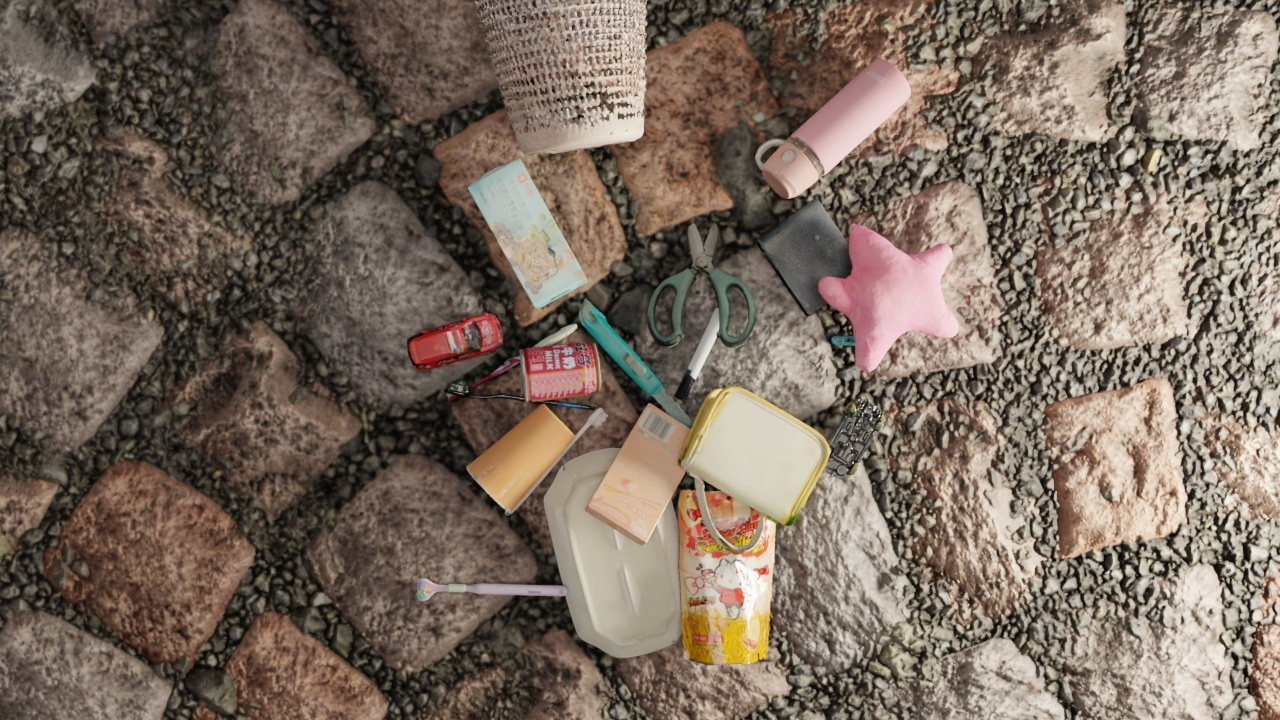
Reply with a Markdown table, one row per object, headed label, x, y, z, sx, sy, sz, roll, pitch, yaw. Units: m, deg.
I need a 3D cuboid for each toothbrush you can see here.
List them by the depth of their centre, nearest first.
| label | x | y | z | sx | sy | sz | roll | pitch | yaw |
| --- | --- | --- | --- | --- | --- | --- | --- | --- | --- |
| toothbrush | -0.185 | 0.286 | 1.146 | 0.189 | 0.021 | 0.029 | 0 | 97 | 2 |
| toothbrush | -0.150 | 0.046 | 1.146 | 0.189 | 0.014 | 0.016 | 7 | 83 | -7 |
| toothbrush | -0.106 | 0.130 | 1.153 | 0.180 | 0.016 | 0.016 | -47 | 62 | -1 |
| toothbrush | -0.162 | 0.000 | 1.154 | 0.187 | 0.016 | 0.017 | -30 | 81 | -1 |

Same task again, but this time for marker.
| label | x | y | z | sx | sy | sz | roll | pitch | yaw |
| --- | --- | --- | --- | --- | --- | --- | --- | --- | --- |
| marker | 0.077 | -0.009 | 1.156 | 0.018 | 0.022 | 0.130 | 26 | 90 | -2 |

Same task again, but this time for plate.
| label | x | y | z | sx | sy | sz | roll | pitch | yaw |
| --- | --- | --- | --- | --- | --- | --- | --- | --- | --- |
| plate | -0.025 | 0.243 | 1.146 | 0.162 | 0.034 | 0.265 | -13 | 90 | -1 |

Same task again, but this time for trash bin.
| label | x | y | z | sx | sy | sz | roll | pitch | yaw |
| --- | --- | --- | --- | --- | --- | --- | --- | --- | --- |
| trash bin | -0.081 | -0.346 | 1.071 | 0.227 | 0.227 | 0.192 | -8 | 102 | -2 |

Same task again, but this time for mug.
| label | x | y | z | sx | sy | sz | roll | pitch | yaw |
| --- | --- | --- | --- | --- | --- | --- | --- | --- | --- |
| mug | -0.143 | 0.116 | 1.128 | 0.122 | 0.078 | 0.078 | -44 | 91 | -6 |

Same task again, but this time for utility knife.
| label | x | y | z | sx | sy | sz | roll | pitch | yaw |
| --- | --- | --- | --- | --- | --- | --- | --- | --- | --- |
| utility knife | -0.007 | 0.007 | 1.158 | 0.029 | 0.013 | 0.209 | -43 | 91 | 4 |

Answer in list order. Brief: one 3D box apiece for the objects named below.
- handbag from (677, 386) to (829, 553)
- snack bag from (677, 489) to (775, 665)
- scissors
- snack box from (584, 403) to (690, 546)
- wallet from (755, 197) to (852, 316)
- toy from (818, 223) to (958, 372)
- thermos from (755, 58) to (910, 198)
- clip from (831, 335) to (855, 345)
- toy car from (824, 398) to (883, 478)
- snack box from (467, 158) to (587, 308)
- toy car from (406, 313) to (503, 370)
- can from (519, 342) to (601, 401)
| label | x | y | z | sx | sy | sz | roll | pitch | yaw |
| --- | --- | --- | --- | --- | --- | --- | --- | --- | --- |
| handbag | 0.123 | 0.139 | 1.121 | 0.163 | 0.063 | 0.178 | 30 | 79 | -8 |
| snack bag | 0.107 | 0.266 | 1.139 | 0.128 | 0.073 | 0.207 | 3 | 84 | -7 |
| scissors | 0.062 | -0.088 | 1.151 | 0.169 | 0.019 | 0.177 | -19 | 78 | 8 |
| snack box | 0.006 | 0.138 | 1.121 | 0.084 | 0.026 | 0.157 | 33 | 65 | -1 |
| wallet | 0.218 | -0.130 | 1.162 | 0.097 | 0.019 | 0.121 | -35 | 92 | -2 |
| toy | 0.311 | -0.093 | 1.133 | 0.194 | 0.075 | 0.178 | -23 | 87 | -17 |
| thermos | 0.234 | -0.290 | 1.144 | 0.198 | 0.067 | 0.087 | -42 | 59 | 0 |
| clip | 0.270 | -0.025 | 1.162 | 0.057 | 0.048 | 0.014 | 1 | 90 | 2 |
| toy car | 0.264 | 0.099 | 1.155 | 0.049 | 0.031 | 0.105 | 31 | 88 | -1 |
| snack box | -0.139 | -0.156 | 1.136 | 0.074 | 0.051 | 0.175 | -29 | 91 | -1 |
| toy car | -0.231 | -0.022 | 1.138 | 0.120 | 0.045 | 0.053 | -17 | 92 | -3 |
| can | -0.099 | 0.014 | 1.126 | 0.093 | 0.066 | 0.066 | -6 | 90 | -9 |
